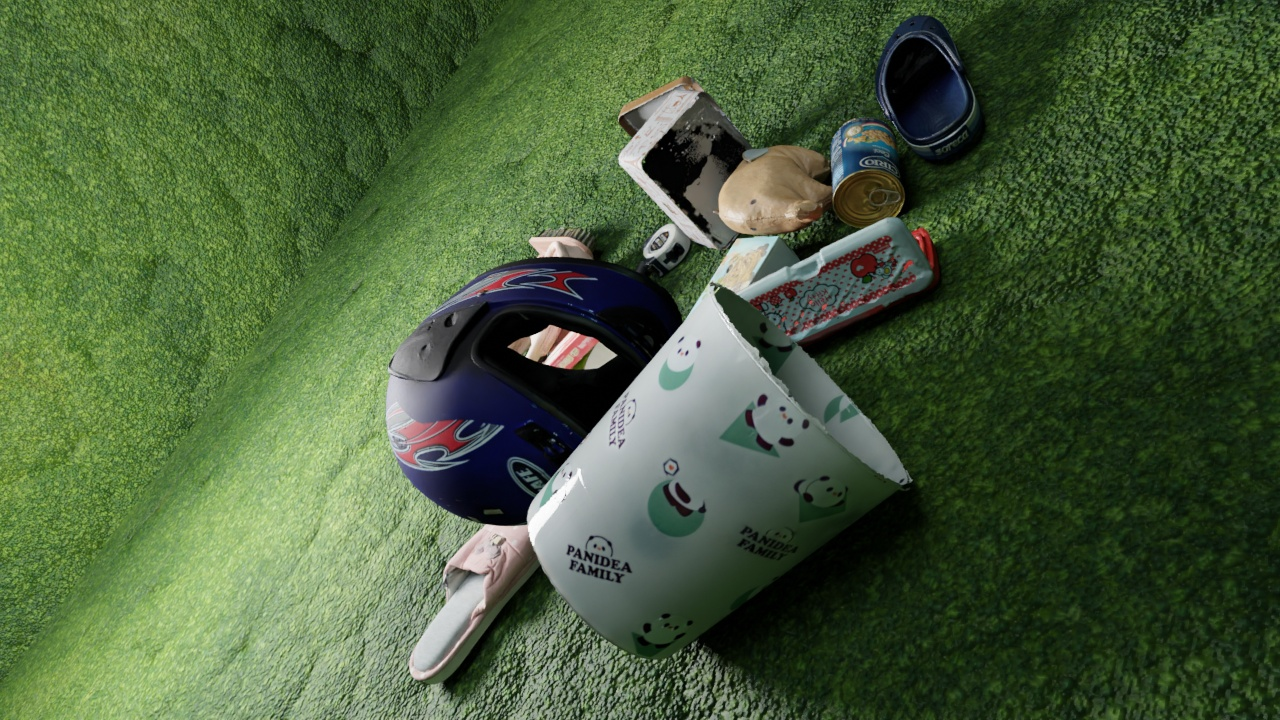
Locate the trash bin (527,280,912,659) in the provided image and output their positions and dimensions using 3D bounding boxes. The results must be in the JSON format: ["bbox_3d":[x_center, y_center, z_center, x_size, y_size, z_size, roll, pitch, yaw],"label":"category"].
[{"bbox_3d":[0.053,0.100,0.775,0.252,0.229,0.229,-45,29,15],"label":"trash bin"}]

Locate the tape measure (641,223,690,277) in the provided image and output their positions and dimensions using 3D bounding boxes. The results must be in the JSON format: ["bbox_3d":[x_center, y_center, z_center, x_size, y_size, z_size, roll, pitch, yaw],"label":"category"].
[{"bbox_3d":[0.036,-0.156,1.275,0.066,0.033,0.065,-37,33,22],"label":"tape measure"}]

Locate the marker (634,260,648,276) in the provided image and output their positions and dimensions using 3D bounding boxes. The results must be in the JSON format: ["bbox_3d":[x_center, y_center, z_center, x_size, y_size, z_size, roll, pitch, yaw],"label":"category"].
[{"bbox_3d":[-0.019,-0.083,1.275,0.022,0.020,0.131,-10,47,52],"label":"marker"}]

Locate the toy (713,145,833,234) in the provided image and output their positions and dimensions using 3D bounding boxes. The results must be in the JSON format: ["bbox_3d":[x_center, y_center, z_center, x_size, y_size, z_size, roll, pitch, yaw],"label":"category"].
[{"bbox_3d":[0.157,-0.188,1.071,0.143,0.082,0.225,-18,27,15],"label":"toy"}]

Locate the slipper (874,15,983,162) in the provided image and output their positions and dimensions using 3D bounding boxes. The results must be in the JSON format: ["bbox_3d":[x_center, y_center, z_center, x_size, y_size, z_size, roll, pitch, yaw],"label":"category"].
[{"bbox_3d":[0.315,-0.321,1.051,0.105,0.095,0.252,-28,38,26],"label":"slipper"}]

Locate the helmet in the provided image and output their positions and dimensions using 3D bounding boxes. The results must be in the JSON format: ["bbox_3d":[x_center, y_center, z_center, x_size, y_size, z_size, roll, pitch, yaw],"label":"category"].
[{"bbox_3d":[-0.119,0.047,0.942,0.316,0.247,0.239,-12,48,40],"label":"helmet"}]

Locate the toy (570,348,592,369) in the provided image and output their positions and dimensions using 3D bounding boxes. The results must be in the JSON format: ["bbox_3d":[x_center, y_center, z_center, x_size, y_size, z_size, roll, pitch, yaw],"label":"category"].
[{"bbox_3d":[-0.085,0.020,1.228,0.100,0.031,0.096,-35,31,29],"label":"toy"}]

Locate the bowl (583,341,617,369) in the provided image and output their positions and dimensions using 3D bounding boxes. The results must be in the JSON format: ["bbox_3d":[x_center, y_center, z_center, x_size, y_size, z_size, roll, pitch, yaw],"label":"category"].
[{"bbox_3d":[-0.007,0.006,1.105,0.117,0.066,0.116,-34,33,25],"label":"bowl"}]

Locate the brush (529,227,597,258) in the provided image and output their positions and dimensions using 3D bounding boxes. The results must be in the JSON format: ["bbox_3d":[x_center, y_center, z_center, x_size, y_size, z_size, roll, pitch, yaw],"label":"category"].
[{"bbox_3d":[-0.124,-0.173,1.476,0.146,0.063,0.073,10,58,54],"label":"brush"}]

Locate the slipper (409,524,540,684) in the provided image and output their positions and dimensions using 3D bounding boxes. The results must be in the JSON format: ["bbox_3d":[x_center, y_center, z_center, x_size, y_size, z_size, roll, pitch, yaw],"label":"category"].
[{"bbox_3d":[-0.179,0.244,1.057,0.274,0.054,0.114,-53,29,-15],"label":"slipper"}]

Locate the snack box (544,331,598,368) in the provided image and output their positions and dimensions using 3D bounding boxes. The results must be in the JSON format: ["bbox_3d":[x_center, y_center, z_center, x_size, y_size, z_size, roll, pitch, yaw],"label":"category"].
[{"bbox_3d":[-0.080,-0.023,1.172,0.153,0.025,0.075,-41,13,46],"label":"snack box"}]

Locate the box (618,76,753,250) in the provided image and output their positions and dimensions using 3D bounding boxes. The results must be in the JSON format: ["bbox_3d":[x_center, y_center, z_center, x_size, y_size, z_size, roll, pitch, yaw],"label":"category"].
[{"bbox_3d":[0.059,-0.271,1.231,0.154,0.182,0.185,-50,30,-5],"label":"box"}]

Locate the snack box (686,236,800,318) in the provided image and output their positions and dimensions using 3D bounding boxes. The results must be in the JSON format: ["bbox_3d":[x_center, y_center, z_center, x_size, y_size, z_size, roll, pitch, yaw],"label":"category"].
[{"bbox_3d":[0.108,-0.062,1.052,0.074,0.051,0.174,8,60,54],"label":"snack box"}]

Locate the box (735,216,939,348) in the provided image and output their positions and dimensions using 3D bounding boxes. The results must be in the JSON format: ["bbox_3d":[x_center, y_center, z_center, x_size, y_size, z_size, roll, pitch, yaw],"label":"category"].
[{"bbox_3d":[0.188,-0.081,0.921,0.202,0.101,0.095,-27,37,31],"label":"box"}]

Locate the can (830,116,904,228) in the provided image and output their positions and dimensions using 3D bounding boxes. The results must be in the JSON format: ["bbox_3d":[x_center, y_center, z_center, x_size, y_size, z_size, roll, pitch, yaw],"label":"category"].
[{"bbox_3d":[0.250,-0.210,1.018,0.075,0.075,0.111,-27,35,32],"label":"can"}]

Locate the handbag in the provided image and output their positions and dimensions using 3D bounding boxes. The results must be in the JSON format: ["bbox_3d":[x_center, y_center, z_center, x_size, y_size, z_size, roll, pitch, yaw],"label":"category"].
[{"bbox_3d":[-0.141,-0.048,1.331,0.234,0.093,0.193,-52,22,15],"label":"handbag"}]
